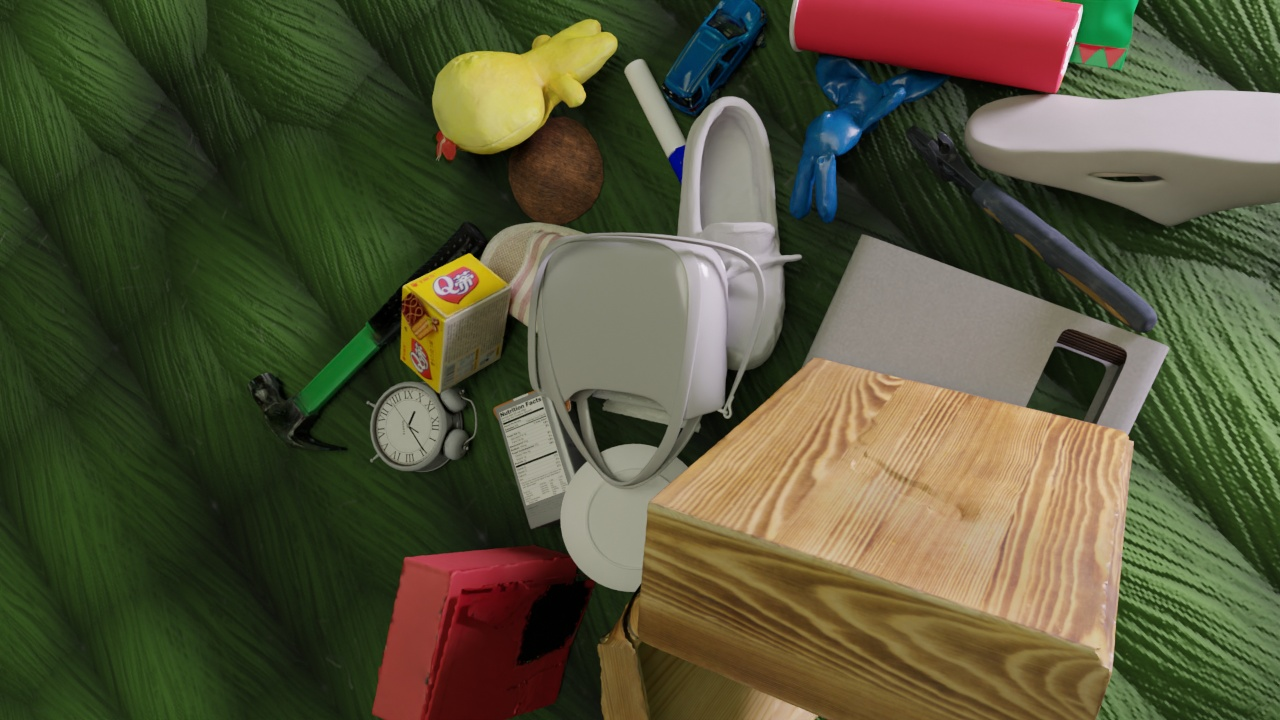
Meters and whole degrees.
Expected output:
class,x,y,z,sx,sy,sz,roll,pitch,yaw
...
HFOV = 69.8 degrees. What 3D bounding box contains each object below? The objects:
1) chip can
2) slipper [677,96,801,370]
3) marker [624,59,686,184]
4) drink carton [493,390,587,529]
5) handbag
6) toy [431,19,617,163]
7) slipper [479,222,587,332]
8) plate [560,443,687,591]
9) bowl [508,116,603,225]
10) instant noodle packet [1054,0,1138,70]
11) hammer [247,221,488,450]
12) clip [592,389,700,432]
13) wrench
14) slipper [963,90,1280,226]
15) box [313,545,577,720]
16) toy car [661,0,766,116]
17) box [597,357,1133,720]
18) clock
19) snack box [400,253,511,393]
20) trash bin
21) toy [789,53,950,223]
class,x,y,z,sx,sy,sz,roll,pitch,yaw
chip can,0.240,-0.275,0.761,0.221,0.069,0.069,18,91,22
slipper,0.085,-0.114,0.818,0.112,0.074,0.246,-3,83,8
marker,0.022,-0.230,0.884,0.023,0.027,0.133,-23,76,-10
drink carton,-0.087,0.092,0.882,0.076,0.048,0.124,-22,78,17
handbag,-0.005,0.005,0.787,0.216,0.095,0.223,5,97,30
toy,-0.121,-0.270,0.902,0.207,0.092,0.133,-27,41,-6
slipper,-0.048,-0.062,0.881,0.263,0.052,0.115,20,91,21
plate,-0.005,0.144,0.835,0.134,0.011,0.134,0,88,-5
bowl,-0.091,-0.194,0.922,0.102,0.026,0.114,-29,76,16
instant noodle packet,0.329,-0.383,0.745,0.196,0.090,0.253,19,107,22
hammer,-0.282,-0.026,0.976,0.319,0.032,0.130,-43,72,11
clip,0.010,0.035,0.864,0.102,0.052,0.058,12,118,20
wrench,0.289,-0.111,0.711,0.022,0.073,0.273,-43,50,11
slipper,0.391,-0.152,0.716,0.266,0.081,0.112,4,42,17
box,-0.169,0.240,0.817,0.153,0.213,0.165,13,88,27
toy car,0.069,-0.289,0.863,0.056,0.043,0.120,41,99,19
box,0.126,0.201,0.616,0.287,0.278,0.335,17,116,25
clock,-0.221,0.066,0.941,0.123,0.035,0.094,-8,82,21
snack box,-0.180,-0.036,0.886,0.061,0.083,0.106,40,140,20
trash bin,0.263,0.004,0.724,0.229,0.114,0.114,25,94,21
toy,0.178,-0.205,0.799,0.113,0.071,0.176,24,76,41
